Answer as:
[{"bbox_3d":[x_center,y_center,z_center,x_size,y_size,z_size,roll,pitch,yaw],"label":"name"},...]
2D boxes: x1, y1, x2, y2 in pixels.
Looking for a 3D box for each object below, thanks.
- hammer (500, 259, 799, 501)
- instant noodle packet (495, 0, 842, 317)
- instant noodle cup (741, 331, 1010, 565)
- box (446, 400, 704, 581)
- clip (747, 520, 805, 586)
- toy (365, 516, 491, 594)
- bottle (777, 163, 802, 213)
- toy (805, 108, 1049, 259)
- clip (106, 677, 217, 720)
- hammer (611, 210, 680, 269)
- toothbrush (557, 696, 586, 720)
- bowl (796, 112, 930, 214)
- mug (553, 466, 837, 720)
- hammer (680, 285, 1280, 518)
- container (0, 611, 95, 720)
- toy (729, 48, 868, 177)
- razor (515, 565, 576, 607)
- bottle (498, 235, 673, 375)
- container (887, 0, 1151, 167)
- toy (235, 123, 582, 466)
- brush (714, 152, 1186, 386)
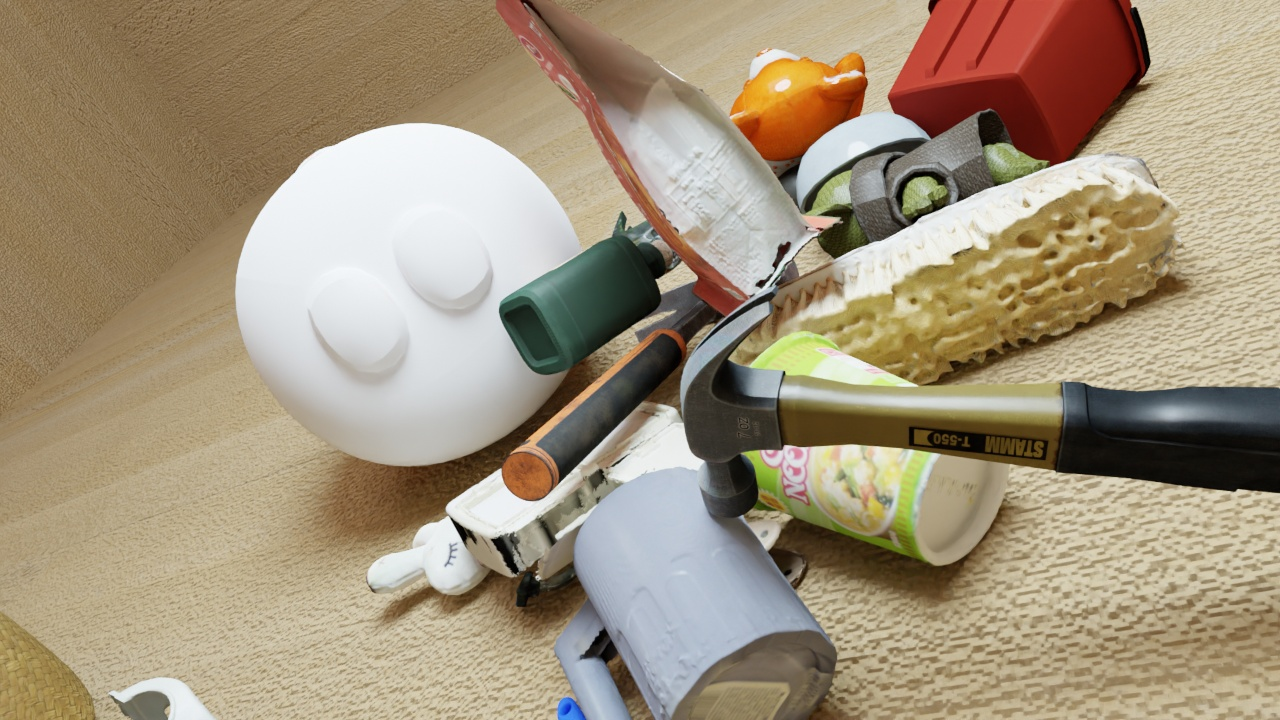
[{"bbox_3d":[-0.004,0.004,0.602,0.138,0.035,0.313,-18,13,32],"label":"hammer"},{"bbox_3d":[-0.005,-0.131,0.547,0.084,0.221,0.164,-47,13,5],"label":"instant noodle packet"},{"bbox_3d":[0.111,0.045,0.445,0.098,0.099,0.108,-43,36,-20],"label":"instant noodle cup"},{"bbox_3d":[-0.027,0.068,0.533,0.143,0.050,0.184,-34,17,-25],"label":"box"},{"bbox_3d":[0.053,0.096,0.474,0.061,0.041,0.024,1,41,41],"label":"clip"},{"bbox_3d":[-0.123,0.125,0.619,0.123,0.038,0.079,-15,21,23],"label":"toy"},{"bbox_3d":[0.125,-0.137,0.777,0.185,0.045,0.045,-23,28,19],"label":"bottle"},{"bbox_3d":[0.190,-0.109,0.620,0.153,0.078,0.178,-19,4,36],"label":"toy"},{"bbox_3d":[-0.221,0.221,0.486,0.152,0.126,0.095,-7,38,1],"label":"clip"},{"bbox_3d":[0.099,-0.201,0.932,0.318,0.032,0.130,-41,27,-16],"label":"hammer"},{"bbox_3d":[-0.010,0.203,0.393,0.016,0.018,0.182,-36,24,-6],"label":"toothbrush"},{"bbox_3d":[0.163,-0.151,0.691,0.106,0.039,0.106,-19,-16,-6],"label":"bowl"},{"bbox_3d":[0.015,0.127,0.414,0.124,0.083,0.104,-54,38,13],"label":"mug"},{"bbox_3d":[0.173,0.025,0.316,0.333,0.118,0.025,2,45,19],"label":"hammer"},{"bbox_3d":[-0.540,0.298,0.613,0.307,0.196,0.306,-27,26,14],"label":"container"},{"bbox_3d":[0.124,-0.211,0.788,0.164,0.093,0.172,-21,-3,10],"label":"toy"},{"bbox_3d":[-0.019,0.102,0.566,0.144,0.022,0.043,-40,-13,-21],"label":"razor"},{"bbox_3d":[-0.028,-0.048,0.639,0.131,0.061,0.061,-36,12,-33],"label":"bottle"},{"bbox_3d":[0.291,-0.244,0.685,0.148,0.127,0.200,10,59,55],"label":"container"},{"bbox_3d":[-0.180,-0.056,0.742,0.262,0.266,0.281,-38,9,-4],"label":"toy"},{"bbox_3d":[0.159,-0.032,0.523,0.272,0.083,0.056,-23,28,18],"label":"brush"}]
